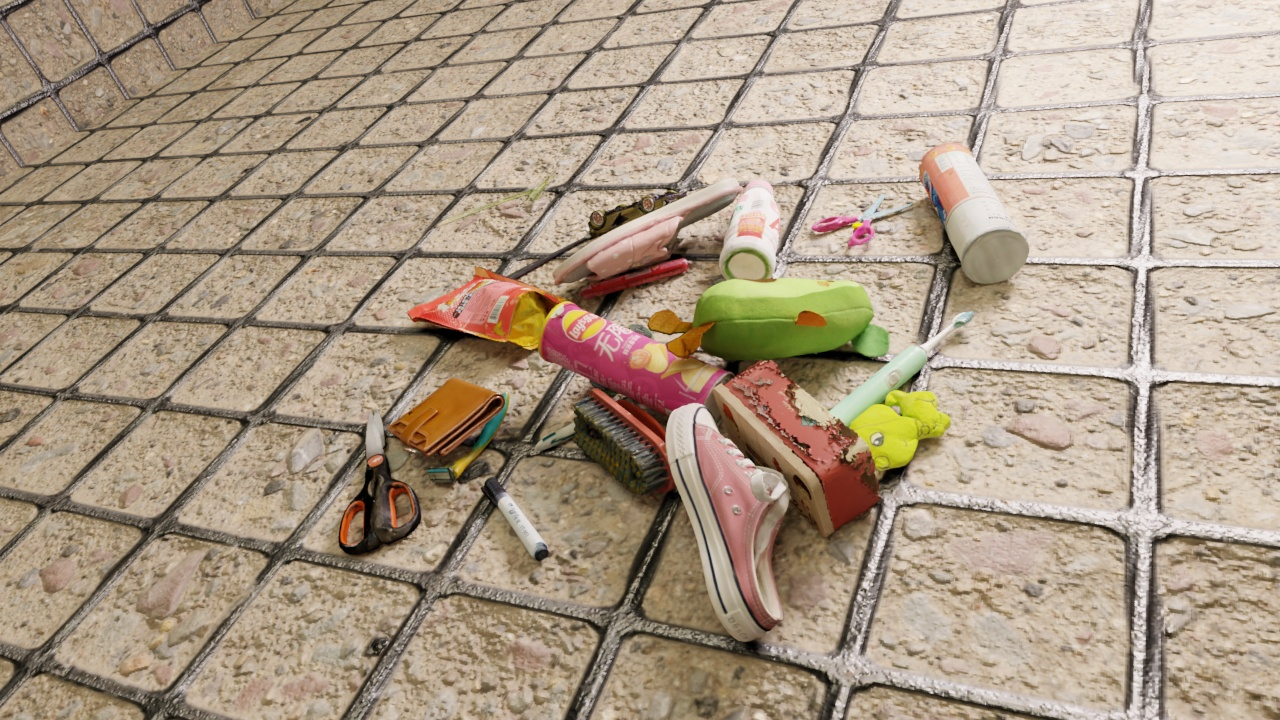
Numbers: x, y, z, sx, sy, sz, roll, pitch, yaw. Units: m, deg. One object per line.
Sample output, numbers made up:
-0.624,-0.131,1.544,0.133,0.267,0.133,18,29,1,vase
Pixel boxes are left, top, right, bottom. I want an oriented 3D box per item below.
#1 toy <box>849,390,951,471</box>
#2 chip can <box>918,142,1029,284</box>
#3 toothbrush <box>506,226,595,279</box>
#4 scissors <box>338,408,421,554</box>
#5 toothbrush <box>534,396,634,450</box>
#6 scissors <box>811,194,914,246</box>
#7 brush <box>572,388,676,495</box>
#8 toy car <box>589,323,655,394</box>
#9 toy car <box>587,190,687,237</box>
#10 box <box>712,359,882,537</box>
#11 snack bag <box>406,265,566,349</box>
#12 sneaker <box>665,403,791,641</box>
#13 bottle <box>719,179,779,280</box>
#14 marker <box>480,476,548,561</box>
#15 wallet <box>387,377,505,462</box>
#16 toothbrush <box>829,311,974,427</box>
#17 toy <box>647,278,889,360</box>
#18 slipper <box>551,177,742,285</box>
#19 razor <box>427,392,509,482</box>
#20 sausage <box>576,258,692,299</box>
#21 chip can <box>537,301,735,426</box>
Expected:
0.241,0.064,0.869,0.100,0.031,0.096,-12,38,0,toy
0.384,-0.179,1.075,0.071,0.071,0.214,-11,38,9,chip can
-0.131,-0.147,1.294,0.181,0.018,0.015,-32,43,-14,toothbrush
-0.308,0.128,1.021,0.136,0.022,0.235,-34,41,-19,scissors
-0.028,0.055,1.003,0.191,0.016,0.018,-27,49,-11,toothbrush
0.279,-0.181,1.169,0.125,0.017,0.133,7,40,34,scissors
-0.005,0.083,0.923,0.069,0.063,0.146,-18,34,-31,brush
-0.020,0.001,1.046,0.043,0.036,0.091,29,72,35,toy car
-0.004,-0.200,1.250,0.158,0.042,0.070,-11,9,39,toy car
0.148,0.071,0.847,0.079,0.091,0.168,-31,39,-11,box
-0.199,-0.071,1.194,0.208,0.073,0.128,16,45,43,snack bag
0.089,0.123,0.799,0.088,0.118,0.240,-30,41,14,sneaker
0.143,-0.168,1.169,0.068,0.068,0.196,-5,36,16,bottle
-0.127,0.157,0.916,0.022,0.018,0.131,-37,40,-10,marker
-0.225,0.068,1.037,0.118,0.035,0.131,-36,25,-23,wallet
0.260,0.012,0.928,0.224,0.026,0.027,-35,5,-21,toothbrush
0.135,-0.044,0.970,0.246,0.090,0.227,-5,8,-11,toy
0.014,-0.155,1.182,0.274,0.054,0.114,-28,-2,-7,slipper
-0.181,0.085,1.017,0.043,0.028,0.132,-11,34,45,razor
-0.008,-0.106,1.189,0.156,0.020,0.020,-15,38,5,sausage
-0.006,0.006,0.975,0.211,0.071,0.071,24,53,25,chip can
